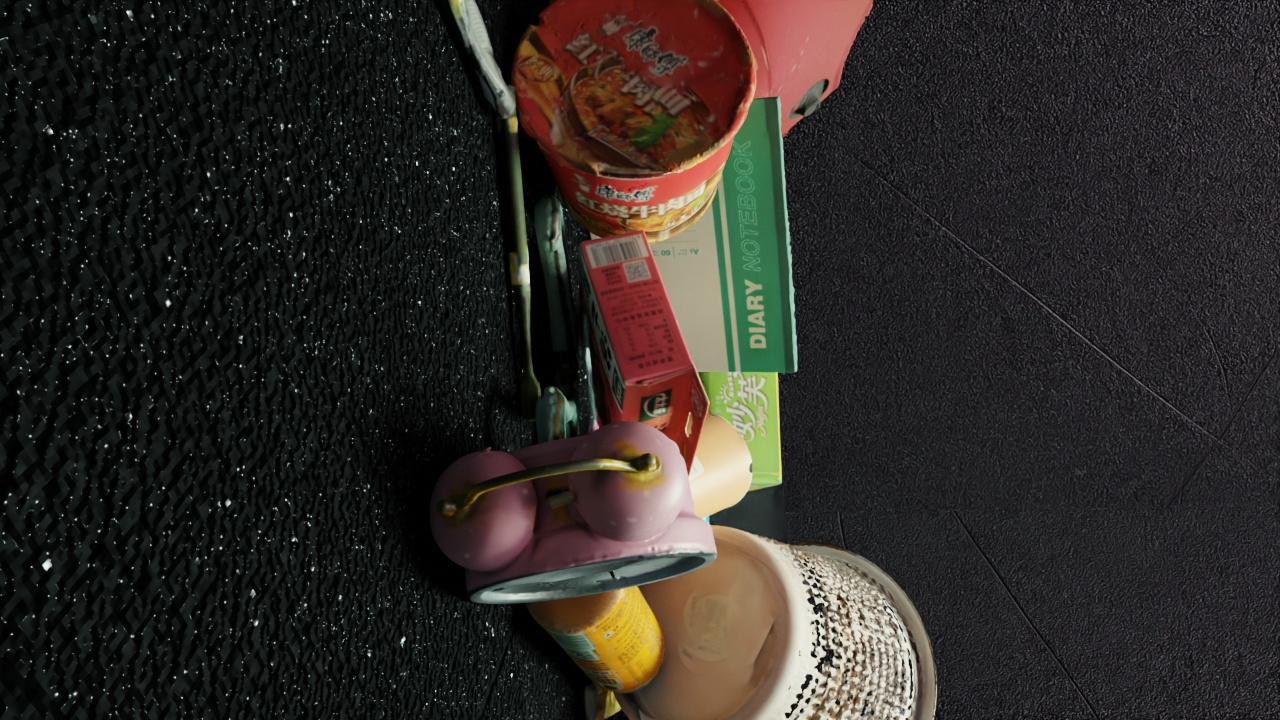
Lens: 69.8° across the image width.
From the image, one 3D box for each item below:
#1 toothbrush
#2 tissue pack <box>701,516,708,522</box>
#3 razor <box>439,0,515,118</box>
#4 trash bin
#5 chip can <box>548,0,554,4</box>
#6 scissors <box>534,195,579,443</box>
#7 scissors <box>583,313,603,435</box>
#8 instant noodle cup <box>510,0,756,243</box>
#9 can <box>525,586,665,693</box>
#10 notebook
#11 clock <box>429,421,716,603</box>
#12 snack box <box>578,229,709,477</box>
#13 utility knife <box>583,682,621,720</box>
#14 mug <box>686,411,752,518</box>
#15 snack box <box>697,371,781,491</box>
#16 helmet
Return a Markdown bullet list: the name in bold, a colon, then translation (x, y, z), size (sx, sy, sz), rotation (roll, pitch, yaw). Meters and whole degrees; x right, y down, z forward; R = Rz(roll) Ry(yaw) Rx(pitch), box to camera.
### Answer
- **toothbrush**: translation (-0.067, -0.058, 0.512), size (0.017, 0.012, 0.186), rotation (-55, 141, -81)
- **tissue pack**: translation (0.023, 0.118, 0.784), size (0.140, 0.063, 0.090), rotation (50, 39, -72)
- **razor**: translation (-0.085, -0.171, 0.433), size (0.042, 0.022, 0.143), rotation (43, -20, 32)
- **trash bin**: translation (0.083, 0.221, 0.685), size (0.192, 0.228, 0.227), rotation (41, 45, -48)
- **chip can**: translation (-0.026, -0.305, 0.621), size (0.072, 0.072, 0.213), rotation (54, 35, -70)
- **scissors**: translation (-0.048, -0.015, 0.543), size (0.170, 0.019, 0.179), rotation (-79, 164, -82)
- **scissors**: translation (-0.028, 0.039, 0.550), size (0.133, 0.017, 0.135), rotation (88, -3, -54)
- **instant noodle cup**: translation (-0.003, -0.145, 0.561), size (0.109, 0.138, 0.137), rotation (85, 6, -70)
- **can**: translation (-0.024, 0.157, 0.558), size (0.146, 0.058, 0.058), rotation (71, 20, -55)
- **notebook**: translation (0.035, -0.084, 0.678), size (0.012, 0.150, 0.209), rotation (-61, 147, -57)
- **clock**: translation (-0.029, 0.070, 0.418), size (0.158, 0.117, 0.059), rotation (61, 19, -70)
- **snack box**: translation (-0.003, 0.003, 0.577), size (0.113, 0.044, 0.127), rotation (97, -22, -60)
- **utility knife**: translation (-0.015, 0.250, 0.705), size (0.213, 0.022, 0.031), rotation (58, 34, -76)
- **mug**: translation (0.016, 0.088, 0.652), size (0.122, 0.078, 0.078), rotation (-19, 108, -52)
- **snack box**: translation (0.083, 0.054, 0.938), size (0.210, 0.070, 0.157), rotation (121, -31, -78)
- **helmet**: translation (0.048, -0.258, 0.709), size (0.143, 0.207, 0.241), rotation (-31, 152, -52)
